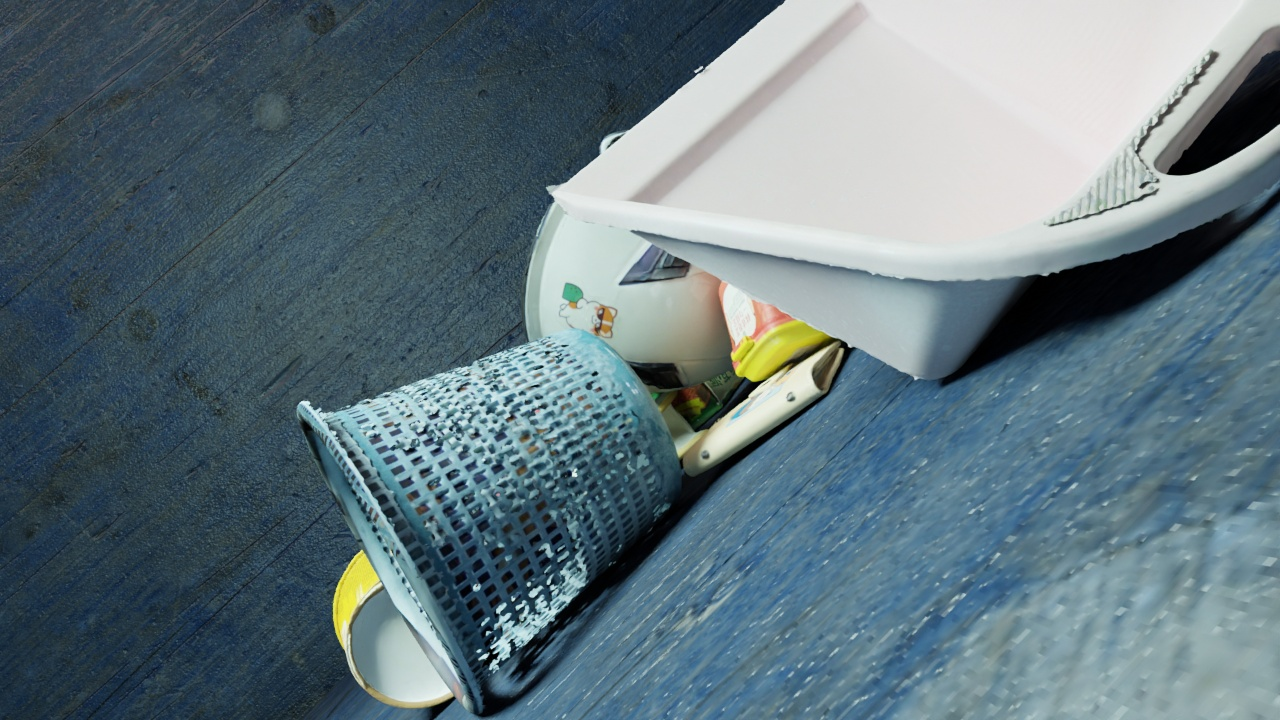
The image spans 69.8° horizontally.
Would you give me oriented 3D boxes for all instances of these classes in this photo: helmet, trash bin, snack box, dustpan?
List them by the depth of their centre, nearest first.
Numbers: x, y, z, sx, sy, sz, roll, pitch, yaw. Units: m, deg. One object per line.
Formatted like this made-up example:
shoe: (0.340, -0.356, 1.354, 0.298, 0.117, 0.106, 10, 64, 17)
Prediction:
dustpan: (0.118, -0.118, 0.387, 0.222, 0.273, 0.139, -47, -23, -21)
trash bin: (-0.088, 0.085, 0.622, 0.194, 0.226, 0.227, -29, -5, -23)
snack box: (0.098, -0.038, 0.649, 0.082, 0.080, 0.091, -14, -18, -17)
helmet: (0.042, -0.072, 0.769, 0.273, 0.157, 0.230, -35, -44, -52)
snack box: (0.008, 0.072, 1.010, 0.241, 0.063, 0.114, -43, 1, 31)

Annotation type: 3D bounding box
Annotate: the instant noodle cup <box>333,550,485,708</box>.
instant noodle cup: (-0.181, 0.213, 0.749, 0.138, 0.138, 0.110, -43, 10, -12)

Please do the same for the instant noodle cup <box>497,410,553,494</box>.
instant noodle cup: (-0.112, 0.114, 0.990, 0.194, 0.065, 0.193, -33, 47, 43)

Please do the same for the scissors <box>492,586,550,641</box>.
scissors: (-0.046, 0.157, 0.742, 0.180, 0.019, 0.169, -42, 0, 26)

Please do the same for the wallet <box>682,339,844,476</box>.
wallet: (0.085, 0.031, 0.618, 0.115, 0.024, 0.087, -40, 4, 33)

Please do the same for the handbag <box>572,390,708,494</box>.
handbag: (-0.037, 0.107, 0.834, 0.178, 0.063, 0.164, -37, -3, -26)
